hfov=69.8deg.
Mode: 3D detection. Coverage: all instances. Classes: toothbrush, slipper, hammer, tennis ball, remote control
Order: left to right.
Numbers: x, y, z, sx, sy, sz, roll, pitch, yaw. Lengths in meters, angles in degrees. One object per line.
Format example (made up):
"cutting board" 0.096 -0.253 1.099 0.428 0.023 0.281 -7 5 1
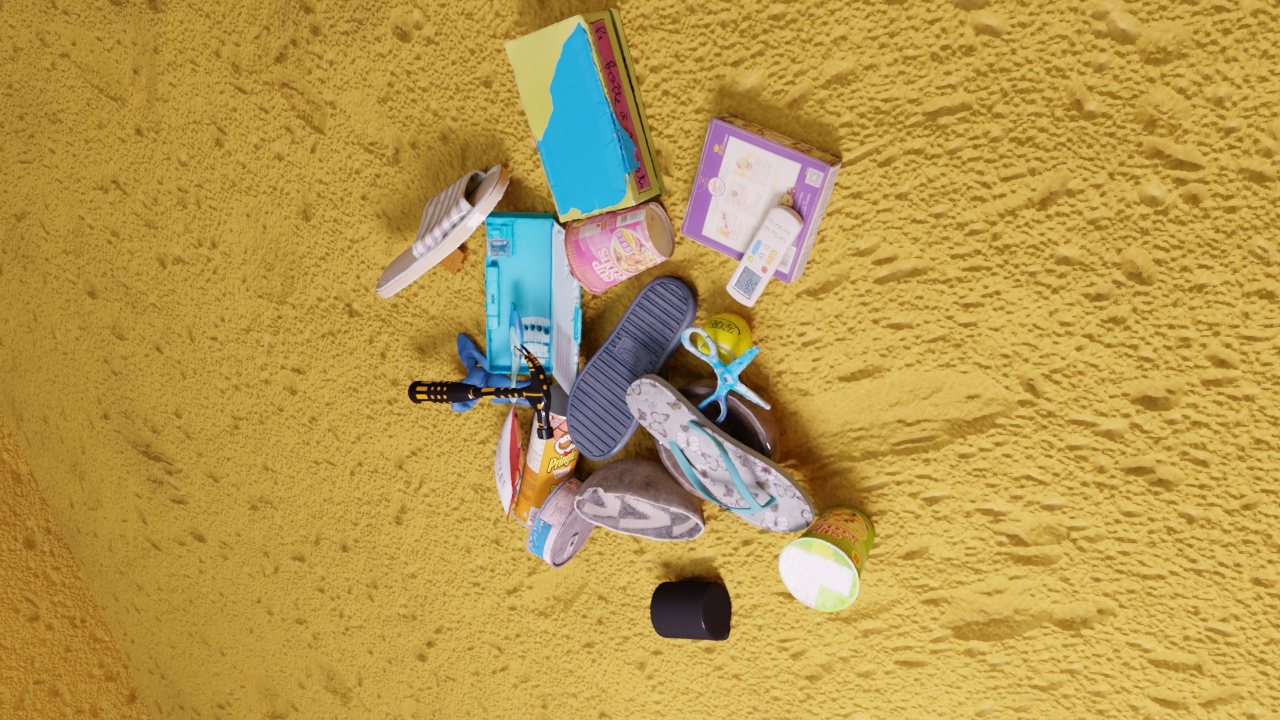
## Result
"slipper" -0.277 -0.174 1.236 0.054 0.114 0.273 36 125 -29
"hammer" -0.229 0.041 1.269 0.321 0.036 0.123 -1 102 46
"toothbrush" -0.165 -0.006 1.218 0.022 0.017 0.135 17 118 25
"slipper" -0.007 0.007 1.181 0.101 0.082 0.264 35 107 14
"slipper" 0.082 0.125 1.091 0.269 0.054 0.098 39 134 9
"tennis ball" 0.101 -0.023 1.096 0.065 0.065 0.065 14 119 27
"remote control" 0.135 -0.114 1.008 0.038 0.018 0.126 38 129 13

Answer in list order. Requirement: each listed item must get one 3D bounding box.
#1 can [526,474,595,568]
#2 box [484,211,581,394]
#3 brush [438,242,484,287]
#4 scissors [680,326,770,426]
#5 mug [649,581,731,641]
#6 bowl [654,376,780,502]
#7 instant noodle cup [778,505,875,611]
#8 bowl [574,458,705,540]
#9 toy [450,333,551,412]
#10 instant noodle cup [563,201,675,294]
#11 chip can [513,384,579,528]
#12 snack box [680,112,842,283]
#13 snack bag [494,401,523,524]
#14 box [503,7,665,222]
"can" -0.105 0.229 1.310 0.044 0.129 0.130 29 125 19
"box" -0.131 -0.077 1.218 0.169 0.085 0.228 17 120 24
"brush" -0.267 -0.150 1.309 0.126 0.017 0.049 41 128 11
"scissors" 0.092 0.023 1.068 0.134 0.011 0.140 36 126 13
"mug" 0.080 0.361 1.294 0.088 0.078 0.113 -9 133 36
"bowl" 0.103 0.092 1.146 0.162 0.070 0.162 14 119 27
"instant noodle cup" 0.231 0.229 1.103 0.099 0.107 0.099 14 119 27
"bowl" 0.004 0.177 1.228 0.178 0.081 0.179 12 154 6
"toy" -0.214 0.036 1.333 0.176 0.070 0.113 18 109 26
"instant noodle cup" -0.021 -0.141 1.109 0.109 0.097 0.098 -15 103 30
"chip can" -0.128 0.142 1.319 0.075 0.075 0.215 29 125 19
"snack box" 0.130 -0.180 1.019 0.148 0.040 0.144 28 124 20
"snack bag" -0.188 0.146 1.309 0.039 0.143 0.131 3 155 -10
"box" -0.062 -0.282 1.075 0.125 0.082 0.221 -8 109 35
